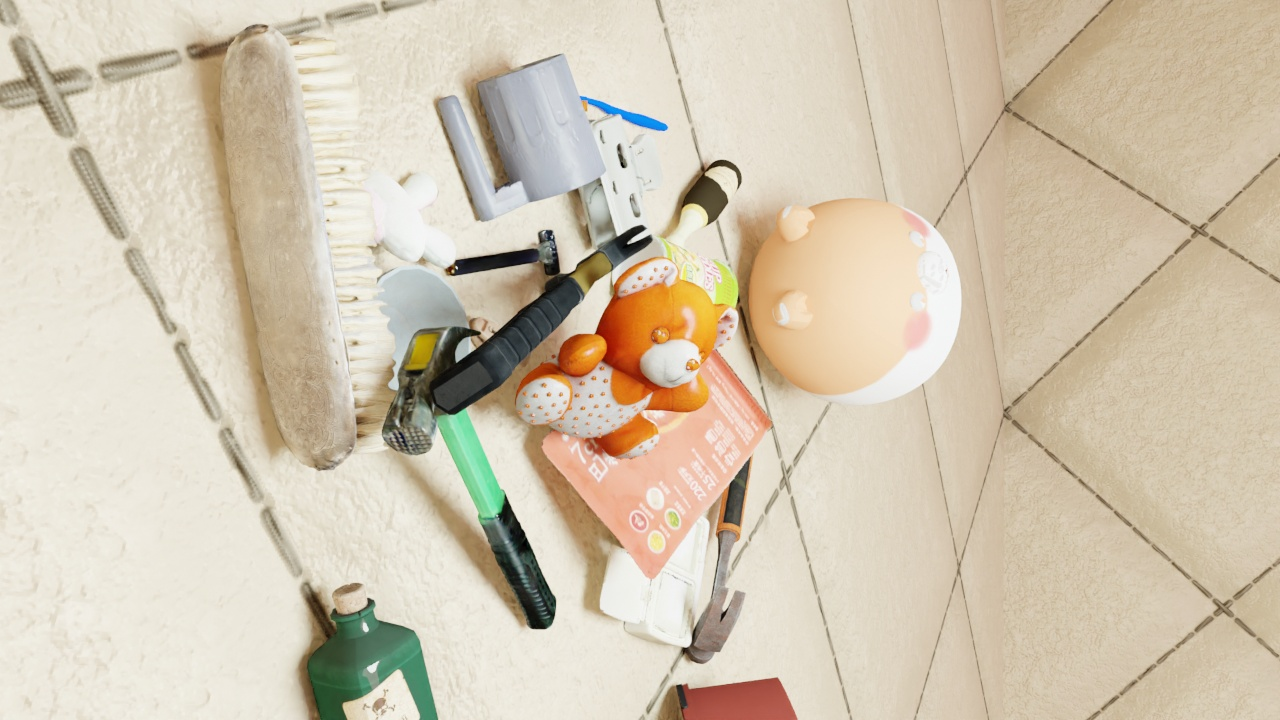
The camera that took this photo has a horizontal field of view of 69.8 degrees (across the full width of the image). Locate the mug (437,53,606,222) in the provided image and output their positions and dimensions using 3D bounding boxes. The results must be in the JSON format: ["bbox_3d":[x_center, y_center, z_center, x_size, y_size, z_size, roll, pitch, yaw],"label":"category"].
[{"bbox_3d":[-0.100,-0.188,0.771,0.123,0.084,0.104,-30,114,-26],"label":"mug"}]

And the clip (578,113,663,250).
[{"bbox_3d":[-0.033,-0.177,0.899,0.152,0.096,0.126,-74,153,-66],"label":"clip"}]

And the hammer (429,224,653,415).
[{"bbox_3d":[-0.064,-0.040,0.677,0.025,0.118,0.332,55,20,-9],"label":"hammer"}]

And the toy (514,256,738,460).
[{"bbox_3d":[-0.005,0.004,0.746,0.163,0.173,0.092,29,23,-43],"label":"toy"}]

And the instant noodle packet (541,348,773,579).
[{"bbox_3d":[0.015,0.076,0.869,0.164,0.084,0.220,52,42,-11],"label":"instant noodle packet"}]

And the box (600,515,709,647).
[{"bbox_3d":[0.016,0.207,0.931,0.184,0.050,0.143,38,56,-52],"label":"box"}]

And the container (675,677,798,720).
[{"bbox_3d":[0.066,0.421,0.949,0.127,0.201,0.148,-117,-166,-76],"label":"container"}]

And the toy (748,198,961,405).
[{"bbox_3d":[0.266,-0.081,1.164,0.280,0.266,0.262,20,67,-40],"label":"toy"}]

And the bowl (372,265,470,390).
[{"bbox_3d":[-0.172,-0.014,0.660,0.106,0.039,0.106,9,79,-57],"label":"bowl"}]

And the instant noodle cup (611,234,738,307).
[{"bbox_3d":[0.031,-0.079,0.950,0.108,0.099,0.098,26,65,-46],"label":"instant noodle cup"}]

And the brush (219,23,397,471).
[{"bbox_3d":[-0.206,-0.068,0.570,0.056,0.083,0.271,-16,100,-57],"label":"brush"}]

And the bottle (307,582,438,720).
[{"bbox_3d":[-0.178,0.211,0.606,0.061,0.061,0.131,-24,107,-54],"label":"bottle"}]

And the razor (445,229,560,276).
[{"bbox_3d":[-0.111,-0.086,0.783,0.144,0.022,0.043,-21,104,-57],"label":"razor"}]

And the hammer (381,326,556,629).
[{"bbox_3d":[-0.111,0.105,0.681,0.130,0.032,0.319,-89,170,-46],"label":"hammer"}]

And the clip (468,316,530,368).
[{"bbox_3d":[-0.123,-0.013,0.764,0.061,0.041,0.024,40,51,-25],"label":"clip"}]

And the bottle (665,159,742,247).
[{"bbox_3d":[0.066,-0.171,1.052,0.184,0.045,0.045,-56,132,-45],"label":"bottle"}]

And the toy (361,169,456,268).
[{"bbox_3d":[-0.177,-0.104,0.656,0.079,0.038,0.122,66,19,8],"label":"toy"}]

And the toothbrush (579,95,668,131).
[{"bbox_3d":[-0.019,-0.253,0.953,0.182,0.016,0.018,-5,97,-58],"label":"toothbrush"}]

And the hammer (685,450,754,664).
[{"bbox_3d":[0.106,0.174,1.052,0.138,0.035,0.313,107,-1,-52],"label":"hammer"}]
